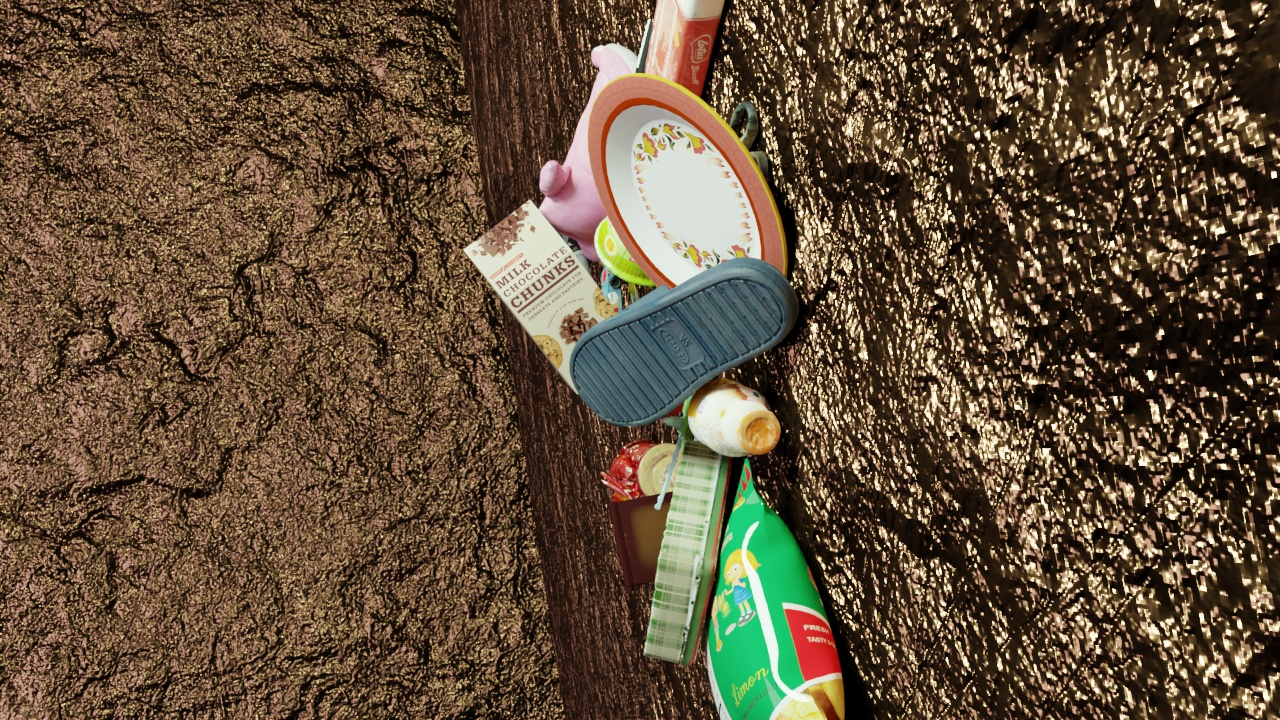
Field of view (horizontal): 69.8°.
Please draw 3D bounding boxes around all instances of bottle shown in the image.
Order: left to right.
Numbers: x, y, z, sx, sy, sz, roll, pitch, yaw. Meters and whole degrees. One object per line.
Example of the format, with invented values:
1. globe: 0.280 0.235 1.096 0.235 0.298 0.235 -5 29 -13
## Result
1. bottle: 0.007 0.139 1.055 0.111 0.098 0.099 155 107 -70
2. bottle: 0.081 0.051 0.771 0.108 0.063 0.063 -155 58 -74

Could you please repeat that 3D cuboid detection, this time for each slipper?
1. slipper: 0.035 -0.026 0.785 0.101 0.082 0.264 48 137 -11

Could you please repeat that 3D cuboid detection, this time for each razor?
1. razor: -0.005 -0.068 1.146 0.042 0.026 0.106 157 100 -74

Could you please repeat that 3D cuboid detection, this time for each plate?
1. plate: 0.038 -0.130 0.760 0.230 0.021 0.230 40 152 27

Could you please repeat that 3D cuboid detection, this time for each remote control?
1. remote control: -0.002 -0.279 0.928 0.028 0.012 0.124 -61 -14 -86

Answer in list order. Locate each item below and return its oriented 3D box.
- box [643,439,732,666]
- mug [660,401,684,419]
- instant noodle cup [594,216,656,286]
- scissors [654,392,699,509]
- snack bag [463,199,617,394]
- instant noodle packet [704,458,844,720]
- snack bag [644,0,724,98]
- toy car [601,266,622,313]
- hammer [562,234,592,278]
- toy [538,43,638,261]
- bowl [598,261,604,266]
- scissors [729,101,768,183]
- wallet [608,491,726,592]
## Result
1. box: 0.046 0.166 0.832 0.205 0.050 0.118 -66 -16 -66
2. mug: -0.006 0.006 0.989 0.080 0.116 0.097 -125 28 -51
3. instant noodle cup: 0.014 -0.142 0.882 0.108 0.098 0.098 114 146 -53
4. scissors: 0.042 0.064 0.907 0.171 0.021 0.172 41 -110 -74
5. snack bag: -0.104 -0.074 1.068 0.206 0.094 0.070 53 174 -17
6. instant noodle packet: 0.102 0.238 0.741 0.196 0.090 0.252 95 167 -49
7. snack bag: 0.032 -0.270 0.829 0.226 0.041 0.077 107 151 -58
8. toy car: -0.045 -0.084 1.284 0.060 0.027 0.108 -135 38 -68
9. hammer: -0.065 -0.063 1.366 0.156 0.043 0.322 114 143 -66
10. toy: -0.058 -0.223 1.045 0.186 0.127 0.266 57 145 42
11. bowl: -0.042 -0.184 1.205 0.118 0.030 0.118 171 91 -77
12. scissors: 0.076 -0.141 0.775 0.170 0.012 0.132 99 160 -44
13. wallet: 0.031 0.182 0.948 0.018 0.115 0.091 125 135 -69
